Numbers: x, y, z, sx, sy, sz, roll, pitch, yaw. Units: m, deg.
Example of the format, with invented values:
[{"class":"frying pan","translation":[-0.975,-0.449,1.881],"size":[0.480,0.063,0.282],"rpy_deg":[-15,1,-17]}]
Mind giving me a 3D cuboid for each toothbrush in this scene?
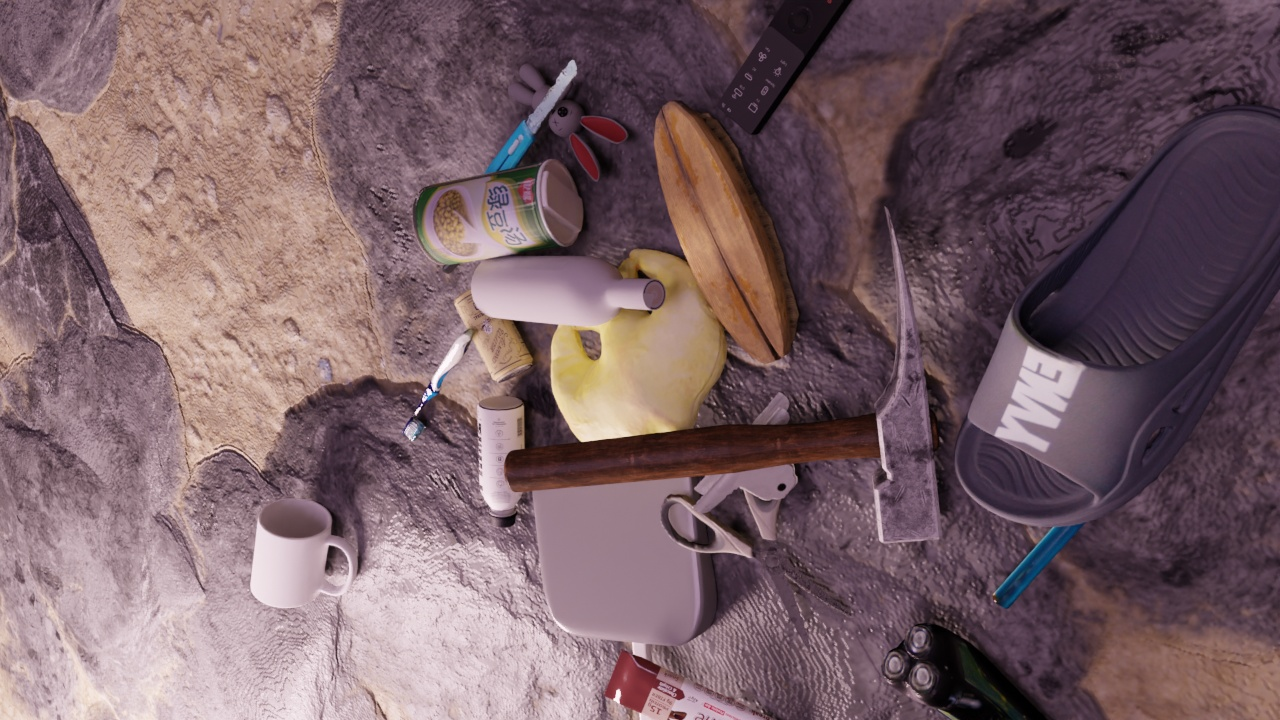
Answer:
[{"class":"toothbrush","translation":[-0.183,0.025,0.829],"size":[0.017,0.016,0.190],"rpy_deg":[45,136,4]}]

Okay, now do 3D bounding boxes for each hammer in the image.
[{"class":"hammer","translation":[0.043,0.026,0.625],"size":[0.301,0.037,0.218],"rpy_deg":[-7,103,13]}]

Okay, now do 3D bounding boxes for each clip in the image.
[{"class":"clip","translation":[0.083,0.076,0.670],"size":[0.102,0.057,0.052],"rpy_deg":[-51,54,16]}]

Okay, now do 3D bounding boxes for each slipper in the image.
[{"class":"slipper","translation":[0.262,-0.014,0.502],"size":[0.110,0.083,0.269],"rpy_deg":[43,118,34]}]

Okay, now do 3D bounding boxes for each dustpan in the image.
[{"class":"dustpan","translation":[-0.010,0.201,0.778],"size":[0.163,0.033,0.257],"rpy_deg":[-6,90,33]}]

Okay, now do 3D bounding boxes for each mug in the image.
[{"class":"mug","translation":[-0.358,0.211,0.985],"size":[0.110,0.073,0.091],"rpy_deg":[17,113,1]}]

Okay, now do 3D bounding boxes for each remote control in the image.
[{"class":"remote control","translation":[0.105,-0.220,0.605],"size":[0.034,0.013,0.150],"rpy_deg":[45,122,15]}]

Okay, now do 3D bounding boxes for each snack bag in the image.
[{"class":"snack bag","translation":[0.049,0.288,0.746],"size":[0.158,0.013,0.057],"rpy_deg":[23,118,7]}]

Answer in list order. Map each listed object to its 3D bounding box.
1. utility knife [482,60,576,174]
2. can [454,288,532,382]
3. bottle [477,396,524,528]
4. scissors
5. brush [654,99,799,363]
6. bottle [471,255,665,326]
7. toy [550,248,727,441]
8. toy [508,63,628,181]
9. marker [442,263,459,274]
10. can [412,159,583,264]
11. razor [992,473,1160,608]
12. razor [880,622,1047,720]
[{"class":"utility knife","translation":[-0.094,-0.175,0.720],"size":[0.022,0.015,0.179],"rpy_deg":[50,136,2]},{"class":"can","translation":[-0.126,-0.024,0.788],"size":[0.038,0.038,0.079],"rpy_deg":[-31,84,34]},{"class":"bottle","translation":[-0.123,0.092,0.814],"size":[0.041,0.041,0.116],"rpy_deg":[10,107,31]},{"class":"scissors","translation":[0.086,0.136,0.698],"size":[0.166,0.012,0.157],"rpy_deg":[3,98,20]},{"class":"brush","translation":[0.061,-0.091,0.647],"size":[0.059,0.043,0.195],"rpy_deg":[-23,90,36]},{"class":"bottle","translation":[-0.055,-0.053,0.695],"size":[0.196,0.052,0.052],"rpy_deg":[7,106,48]},{"class":"toy","translation":[-0.004,0.004,0.701],"size":[0.171,0.064,0.154],"rpy_deg":[-39,62,30]},{"class":"toy","translation":[-0.058,-0.187,0.708],"size":[0.111,0.030,0.049],"rpy_deg":[43,110,16]},{"class":"marker","translation":[-0.124,-0.118,0.780],"size":[0.152,0.011,0.011],"rpy_deg":[-37,81,34]},{"class":"can","translation":[-0.112,-0.116,0.727],"size":[0.121,0.067,0.067],"rpy_deg":[-6,99,23]},{"class":"razor","translation":[0.268,0.106,0.579],"size":[0.042,0.022,0.144],"rpy_deg":[49,129,35]},{"class":"razor","translation":[0.231,0.237,0.609],"size":[0.151,0.067,0.054],"rpy_deg":[40,109,9]}]
